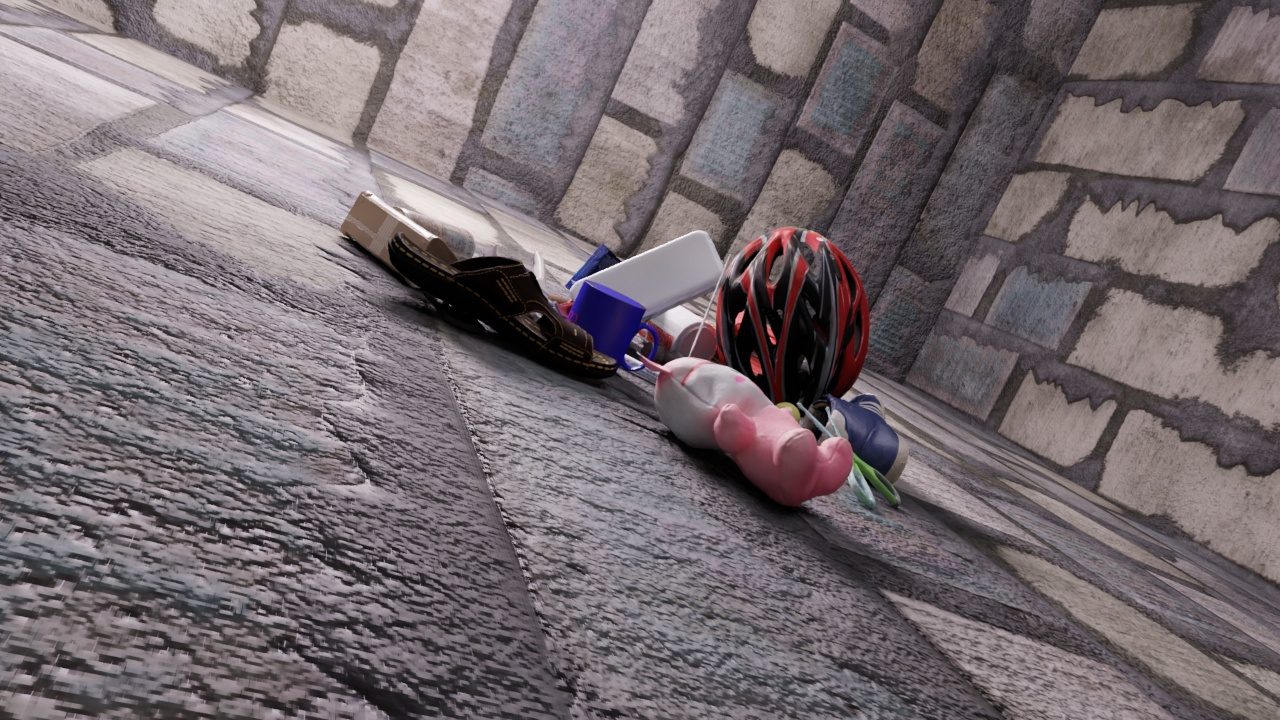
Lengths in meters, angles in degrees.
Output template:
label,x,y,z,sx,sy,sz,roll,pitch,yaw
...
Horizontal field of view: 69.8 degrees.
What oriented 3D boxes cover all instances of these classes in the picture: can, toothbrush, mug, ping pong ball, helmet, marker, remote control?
label,x,y,z,sx,sy,sz,roll,pitch,yaw
can,0.052,-0.043,1.392,0.078,0.078,0.136,19,11,-36
can,-0.285,-0.166,1.239,0.054,0.054,0.135,31,10,32
toothbrush,0.070,-0.044,1.099,0.010,0.181,0.010,21,4,-10
mug,-0.032,-0.032,1.064,0.111,0.083,0.079,26,9,-1
ping pong ball,0.190,0.075,1.207,0.040,0.040,0.040,25,9,-4
helmet,0.206,-0.051,1.285,0.218,0.272,0.166,-2,6,24
marker,-0.007,0.007,1.129,0.146,0.017,0.017,27,9,8
remote control,-0.196,-0.054,0.968,0.046,0.009,0.124,21,10,-30

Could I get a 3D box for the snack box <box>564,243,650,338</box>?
label,x,y,z,sx,sy,sz,roll,pitch,yaw
snack box,-0.036,-0.096,1.335,0.150,0.082,0.027,40,5,-45

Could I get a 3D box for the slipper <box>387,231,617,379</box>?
label,x,y,z,sx,sy,sz,roll,pitch,yaw
slipper,-0.133,-0.066,0.949,0.268,0.076,0.113,31,7,-13

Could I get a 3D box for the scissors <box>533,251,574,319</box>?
label,x,y,z,sx,sy,sz,roll,pitch,yaw
scissors,-0.109,-0.078,1.120,0.179,0.015,0.187,63,11,29

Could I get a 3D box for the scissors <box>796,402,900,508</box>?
label,x,y,z,sx,sy,sz,roll,pitch,yaw
scissors,0.242,0.111,1.058,0.171,0.023,0.167,43,27,-3

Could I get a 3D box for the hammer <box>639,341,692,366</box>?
label,x,y,z,sx,sy,sz,roll,pitch,yaw
hammer,0.122,0.061,1.126,0.137,0.035,0.314,21,10,-32

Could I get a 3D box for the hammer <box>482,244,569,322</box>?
label,x,y,z,sx,sy,sz,roll,pitch,yaw
hammer,-0.126,-0.079,1.181,0.115,0.033,0.322,54,9,9

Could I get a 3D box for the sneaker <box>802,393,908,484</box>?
label,x,y,z,sx,sy,sz,roll,pitch,yaw
sneaker,0.265,0.085,1.231,0.118,0.091,0.232,22,17,-7

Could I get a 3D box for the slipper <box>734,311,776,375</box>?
label,x,y,z,sx,sy,sz,roll,pitch,yaw
slipper,0.184,-0.025,1.480,0.103,0.059,0.248,31,28,-9

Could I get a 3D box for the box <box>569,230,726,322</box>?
label,x,y,z,sx,sy,sz,roll,pitch,yaw
box,0.020,-0.090,1.269,0.124,0.215,0.106,55,16,-67

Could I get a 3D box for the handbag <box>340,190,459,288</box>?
label,x,y,z,sx,sy,sz,roll,pitch,yaw
handbag,-0.239,-0.115,1.124,0.176,0.062,0.197,33,3,41

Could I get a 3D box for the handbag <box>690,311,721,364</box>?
label,x,y,z,sx,sy,sz,roll,pitch,yaw
handbag,0.112,-0.016,1.521,0.166,0.063,0.138,31,26,7

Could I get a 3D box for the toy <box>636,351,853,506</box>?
label,x,y,z,sx,sy,sz,roll,pitch,yaw
toy,0.092,0.060,0.873,0.213,0.084,0.141,33,9,33
